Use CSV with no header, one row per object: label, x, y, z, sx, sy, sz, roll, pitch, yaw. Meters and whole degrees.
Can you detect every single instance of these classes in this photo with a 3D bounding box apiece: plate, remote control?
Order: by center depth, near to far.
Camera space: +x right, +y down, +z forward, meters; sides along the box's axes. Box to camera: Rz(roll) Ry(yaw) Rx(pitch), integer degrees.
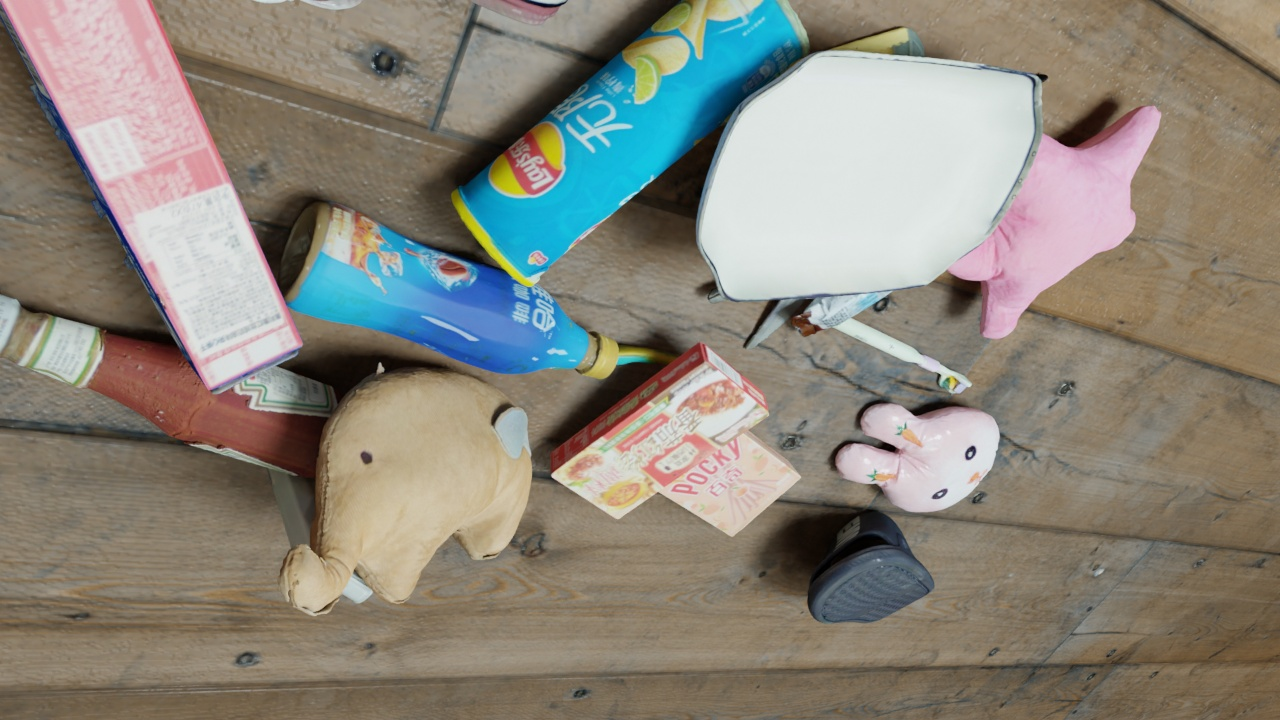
plate,0.142,-0.115,0.571,0.265,0.034,0.162,-7,131,-31
remote control,-0.206,0.103,0.587,0.024,0.125,0.049,-43,131,-2

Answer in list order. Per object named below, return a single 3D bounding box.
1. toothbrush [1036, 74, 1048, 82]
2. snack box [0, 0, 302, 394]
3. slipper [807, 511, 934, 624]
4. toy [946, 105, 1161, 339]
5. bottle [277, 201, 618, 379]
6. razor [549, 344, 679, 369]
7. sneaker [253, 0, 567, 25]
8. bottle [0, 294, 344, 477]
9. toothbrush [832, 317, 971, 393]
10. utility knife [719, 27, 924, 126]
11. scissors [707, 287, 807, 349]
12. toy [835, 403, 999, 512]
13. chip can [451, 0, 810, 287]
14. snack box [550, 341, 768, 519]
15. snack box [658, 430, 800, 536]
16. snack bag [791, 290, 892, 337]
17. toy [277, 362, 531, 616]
toothbrush,0.204,-0.165,0.641,0.189,0.014,0.017,-25,138,-6
snack box,-0.235,-0.085,0.449,0.058,0.057,0.208,-31,129,-26
slipper,0.221,0.206,0.911,0.111,0.083,0.268,-32,151,13
toy,0.310,-0.118,0.689,0.194,0.074,0.178,-40,133,4
bottle,-0.107,-0.030,0.568,0.218,0.065,0.065,21,115,-36
razor,-0.004,0.004,0.668,0.132,0.043,0.028,7,114,-22
sneaker,-0.144,-0.194,0.389,0.241,0.118,0.088,19,127,-21
bottle,-0.269,0.016,0.534,0.206,0.059,0.060,26,112,-37
toothbrush,0.215,-0.007,0.769,0.189,0.029,0.020,22,72,-35
utility knife,0.103,-0.178,0.587,0.178,0.019,0.031,-18,126,-5
scissors,0.152,-0.087,0.670,0.188,0.015,0.226,2,133,-34
toy,0.258,0.089,0.846,0.159,0.054,0.121,12,120,-23
chip can,-0.007,-0.135,0.527,0.210,0.071,0.071,-38,132,7
snack box,0.012,0.055,0.674,0.153,0.025,0.075,-37,124,22
snack box,0.060,0.088,0.767,0.084,0.026,0.157,-43,132,12
snack bag,0.160,-0.051,0.683,0.105,0.026,0.045,-36,155,15
toy,-0.146,0.073,0.556,0.083,0.143,0.225,-15,180,26
